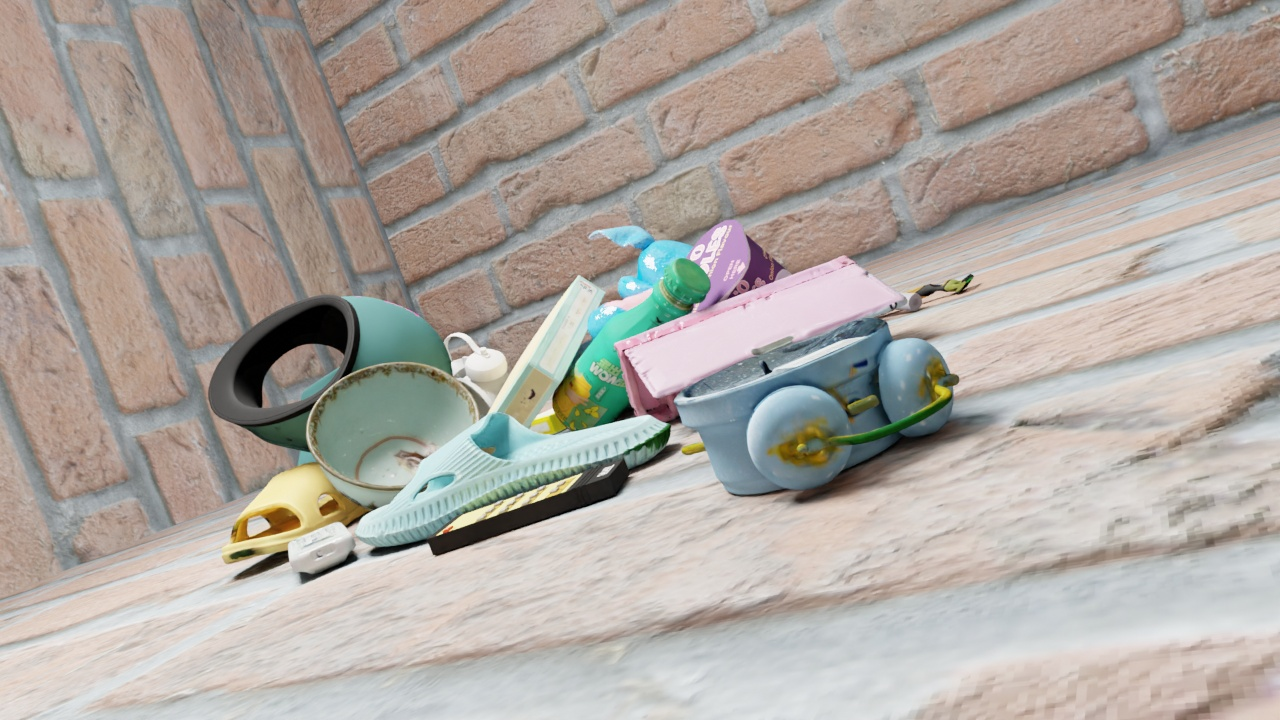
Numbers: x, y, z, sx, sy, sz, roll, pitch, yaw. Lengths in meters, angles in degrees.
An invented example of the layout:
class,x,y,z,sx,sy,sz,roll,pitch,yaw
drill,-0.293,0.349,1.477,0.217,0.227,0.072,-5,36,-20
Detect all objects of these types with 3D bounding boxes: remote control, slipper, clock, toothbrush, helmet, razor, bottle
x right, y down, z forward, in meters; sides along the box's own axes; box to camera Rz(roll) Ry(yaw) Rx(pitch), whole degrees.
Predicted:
class,x,y,z,sx,sy,sz,roll,pitch,yaw
remote control,-0.266,0.157,0.765,0.050,0.022,0.133,-21,3,-22
slipper,-0.109,0.079,0.709,0.277,0.069,0.115,-19,6,16
slipper,-0.356,0.151,0.980,0.100,0.078,0.263,-20,1,13
clock,-0.192,0.042,1.093,0.060,0.159,0.120,-34,11,-37
toothbrush,0.253,-0.071,1.062,0.019,0.018,0.188,-44,22,-16
helmet,-0.339,0.038,1.050,0.275,0.176,0.200,-18,-28,22
razor,0.303,-0.068,1.038,0.144,0.021,0.044,-21,2,34
clock,0.086,0.022,0.461,0.118,0.060,0.162,-22,4,-17
bottle,-0.008,-0.012,0.877,0.067,0.068,0.210,-24,-20,-52
remote control,-0.075,0.098,0.620,0.133,0.013,0.058,-20,3,11

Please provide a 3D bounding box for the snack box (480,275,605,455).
class,x,y,z,sx,sy,sz,roll,pitch,yaw
snack box,-0.109,0.009,0.976,0.142,0.044,0.193,-52,9,32

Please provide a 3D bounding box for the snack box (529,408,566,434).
class,x,y,z,sx,sy,sz,roll,pitch,yaw
snack box,-0.083,0.064,1.189,0.151,0.025,0.075,-24,4,-44

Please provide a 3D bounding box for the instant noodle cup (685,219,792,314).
class,x,y,z,sx,sy,sz,roll,pitch,yaw
instant noodle cup,0.113,-0.056,0.902,0.137,0.122,0.121,-3,62,64

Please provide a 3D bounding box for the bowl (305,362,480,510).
class,x,y,z,sx,sy,sz,roll,pitch,yaw
bowl,-0.236,0.090,0.896,0.159,0.160,0.094,-22,-37,-28

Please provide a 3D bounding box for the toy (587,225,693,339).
class,x,y,z,sx,sy,sz,roll,pitch,yaw
toy,0.024,-0.060,0.988,0.190,0.224,0.099,-52,2,-39

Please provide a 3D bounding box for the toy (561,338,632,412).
class,x,y,z,sx,sy,sz,roll,pitch,yaw
toy,-0.006,0.006,1.051,0.181,0.115,0.183,-7,8,7

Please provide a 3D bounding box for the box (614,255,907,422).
class,x,y,z,sx,sy,sz,roll,pitch,yaw
box,0.106,-0.001,0.799,0.232,0.107,0.115,-20,37,-10
